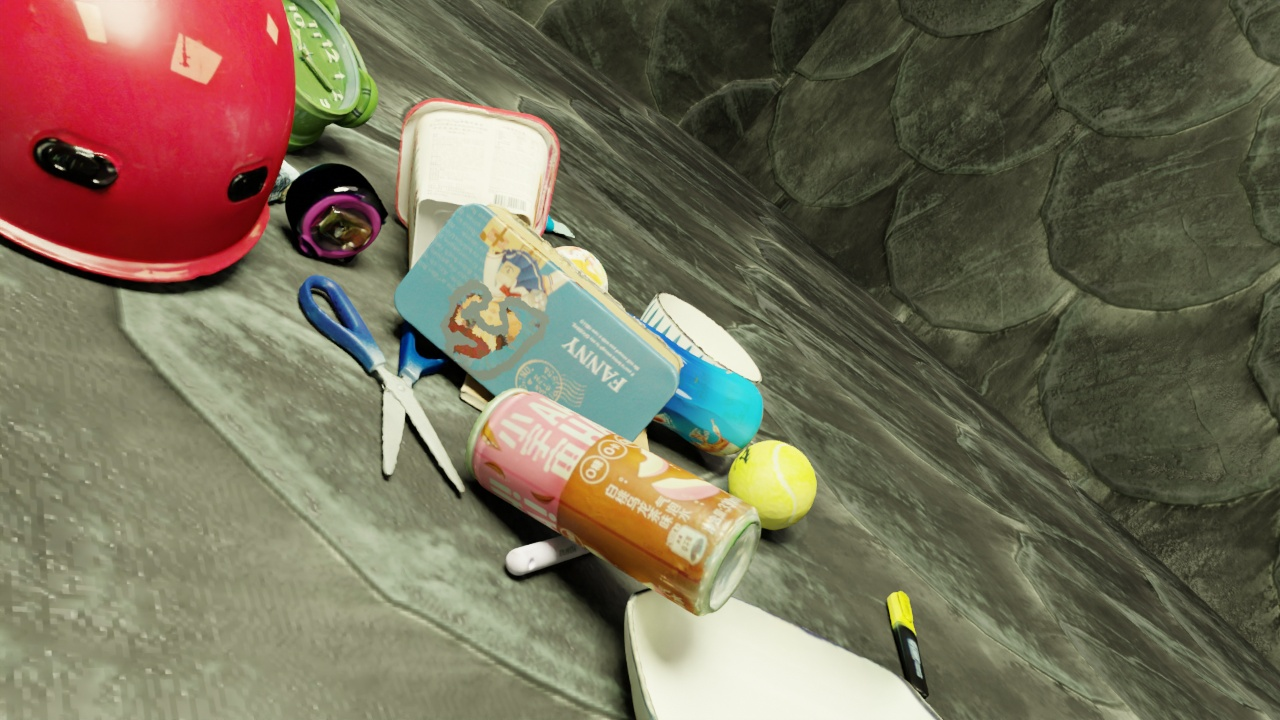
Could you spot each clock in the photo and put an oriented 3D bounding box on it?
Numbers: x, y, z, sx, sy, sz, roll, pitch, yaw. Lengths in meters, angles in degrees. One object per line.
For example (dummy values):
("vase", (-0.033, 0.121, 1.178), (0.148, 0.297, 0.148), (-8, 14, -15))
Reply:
("clock", (-0.255, -0.223, 0.684), (0.116, 0.056, 0.160), (67, 22, -15))

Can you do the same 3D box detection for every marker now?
("marker", (0.199, 0.209, 0.680), (0.018, 0.015, 0.124), (35, 19, -3))

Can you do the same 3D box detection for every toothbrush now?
("toothbrush", (-0.015, 0.099, 0.517), (0.021, 0.029, 0.188), (2, 0, 29))

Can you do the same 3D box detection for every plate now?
("plate", (0.092, 0.199, 0.452), (0.265, 0.034, 0.162), (30, 19, -27))

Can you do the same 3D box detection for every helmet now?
("helmet", (-0.261, -0.167, 0.447), (0.206, 0.144, 0.240), (-5, 50, -52))

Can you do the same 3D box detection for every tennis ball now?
("tennis ball", (0.098, 0.093, 0.683), (0.065, 0.066, 0.065), (35, 18, -13))

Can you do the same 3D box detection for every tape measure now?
("tape measure", (-0.191, -0.092, 0.575), (0.058, 0.057, 0.039), (30, 18, -53))

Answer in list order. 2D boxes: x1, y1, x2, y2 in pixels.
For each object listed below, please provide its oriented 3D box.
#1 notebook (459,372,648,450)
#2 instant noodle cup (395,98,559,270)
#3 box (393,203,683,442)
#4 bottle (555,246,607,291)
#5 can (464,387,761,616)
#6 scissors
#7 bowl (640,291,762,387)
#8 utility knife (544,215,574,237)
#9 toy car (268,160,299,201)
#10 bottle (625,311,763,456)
("notebook", (-0.055, 0.016, 0.662), (0.148, 0.008, 0.207), (33, 18, -17))
("instant noodle cup", (-0.121, -0.111, 0.664), (0.116, 0.117, 0.124), (8, 38, -12))
("box", (-0.055, -0.012, 0.563), (0.184, 0.090, 0.061), (39, 12, 3))
("bottle", (-0.057, -0.061, 0.734), (0.063, 0.063, 0.108), (37, 16, -6))
("can", (-0.016, 0.067, 0.457), (0.147, 0.058, 0.057), (25, 10, 25))
("scissors", (-0.135, 0.008, 0.514), (0.163, 0.012, 0.160), (43, 18, 9))
("bowl", (0.040, 0.002, 0.794), (0.116, 0.066, 0.116), (36, 17, -13))
("utility knife", (-0.125, -0.152, 0.931), (0.187, 0.018, 0.034), (13, 42, -56))
("toy car", (-0.249, -0.120, 0.572), (0.049, 0.031, 0.105), (37, 16, -9))
("bottle", (-0.004, 0.004, 0.667), (0.218, 0.065, 0.065), (29, 20, -32))
